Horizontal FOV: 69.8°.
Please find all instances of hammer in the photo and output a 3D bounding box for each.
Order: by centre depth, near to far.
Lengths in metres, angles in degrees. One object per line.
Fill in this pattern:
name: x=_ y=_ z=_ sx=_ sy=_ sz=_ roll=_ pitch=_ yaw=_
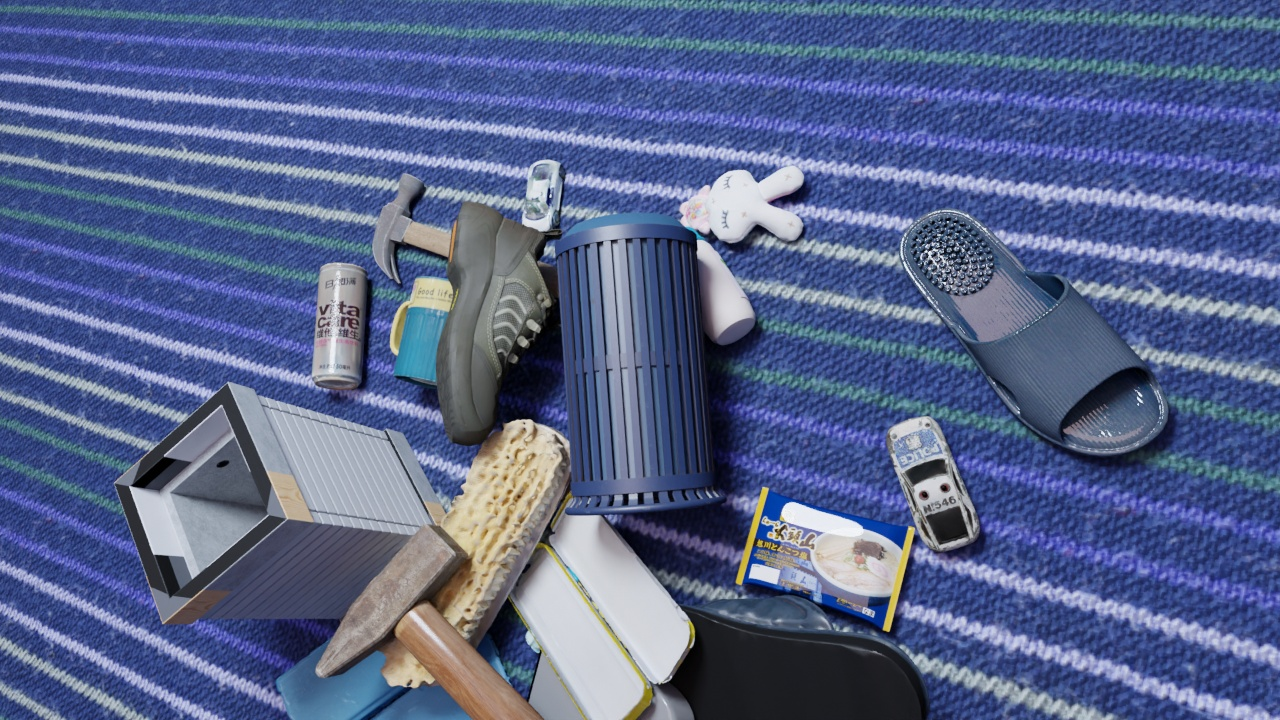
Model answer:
hammer: x=-0.131 y=0.298 z=0.781 sx=0.301 sy=0.037 sz=0.158 roll=41 pitch=87 yaw=15
hammer: x=-0.158 y=-0.108 z=0.995 sx=0.331 sy=0.030 sz=0.119 roll=21 pitch=83 yaw=23

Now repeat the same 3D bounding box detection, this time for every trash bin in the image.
trash bin: x=-0.005 y=0.005 z=0.807 sx=0.139 sy=0.139 sz=0.249 roll=-7 pitch=83 yaw=21
trash bin: x=-0.320 y=0.146 z=0.865 sx=0.142 sy=0.247 sz=0.142 roll=-39 pitch=65 yaw=9

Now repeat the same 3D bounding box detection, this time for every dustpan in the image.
dustpan: x=-0.002 y=0.352 z=0.779 sx=0.258 sy=0.033 sz=0.163 roll=12 pitch=86 yaw=39

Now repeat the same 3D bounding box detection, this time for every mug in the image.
mug: x=-0.219 y=-0.026 z=0.966 sx=0.114 sy=0.083 sz=0.107 roll=5 pitch=80 yaw=35

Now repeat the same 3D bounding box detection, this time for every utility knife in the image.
utility knife: x=-0.073 y=0.222 z=0.870 sx=0.022 sy=0.015 sz=0.116 roll=31 pitch=88 yaw=36

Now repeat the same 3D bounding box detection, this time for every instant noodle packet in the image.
instant noodle packet: x=0.156 y=0.167 z=0.782 sx=0.134 sy=0.026 sz=0.087 roll=12 pitch=78 yaw=25

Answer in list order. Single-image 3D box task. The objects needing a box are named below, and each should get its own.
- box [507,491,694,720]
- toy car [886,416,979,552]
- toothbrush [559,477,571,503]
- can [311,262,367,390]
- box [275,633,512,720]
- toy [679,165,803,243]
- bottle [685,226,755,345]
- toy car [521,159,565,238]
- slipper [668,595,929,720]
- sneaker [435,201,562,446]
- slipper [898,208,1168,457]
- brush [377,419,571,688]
box: x=-0.043 y=0.218 z=0.816 sx=0.129 sy=0.034 sz=0.209 roll=-54 pitch=44 yaw=6
toy car: x=0.239 y=0.100 z=0.757 sx=0.048 sy=0.040 sz=0.112 roll=-23 pitch=68 yaw=15
toothbrush: x=-0.034 y=0.067 z=0.895 sx=0.016 sy=0.016 sz=0.167 roll=32 pitch=89 yaw=26
can: x=-0.337 y=-0.037 z=1.031 sx=0.054 sy=0.054 sz=0.135 roll=-7 pitch=73 yaw=21
box: x=-0.241 y=0.327 z=0.905 sx=0.232 sy=0.033 sz=0.174 roll=-38 pitch=66 yaw=9
toy: x=0.095 y=-0.149 z=0.888 sx=0.126 sy=0.037 sz=0.076 roll=0 pitch=80 yaw=22
bottle: x=0.056 y=-0.084 z=0.878 sx=0.051 sy=0.051 sz=0.146 roll=-35 pitch=65 yaw=11
toy car: x=-0.106 y=-0.175 z=0.986 sx=0.039 sy=0.027 sz=0.089 roll=0 pitch=76 yaw=21
slipper: x=0.117 y=0.245 z=0.754 sx=0.266 sy=0.083 sz=0.109 roll=-7 pitch=100 yaw=40
sneaker: x=-0.121 y=-0.030 z=0.897 sx=0.142 sy=0.101 sz=0.237 roll=7 pitch=77 yaw=-19
slipper: x=0.305 y=-0.032 z=0.743 sx=0.101 sy=0.082 sz=0.263 roll=-42 pitch=64 yaw=10
brush: x=-0.153 y=0.180 z=0.863 sx=0.083 sy=0.056 sz=0.271 roll=27 pitch=83 yaw=21
